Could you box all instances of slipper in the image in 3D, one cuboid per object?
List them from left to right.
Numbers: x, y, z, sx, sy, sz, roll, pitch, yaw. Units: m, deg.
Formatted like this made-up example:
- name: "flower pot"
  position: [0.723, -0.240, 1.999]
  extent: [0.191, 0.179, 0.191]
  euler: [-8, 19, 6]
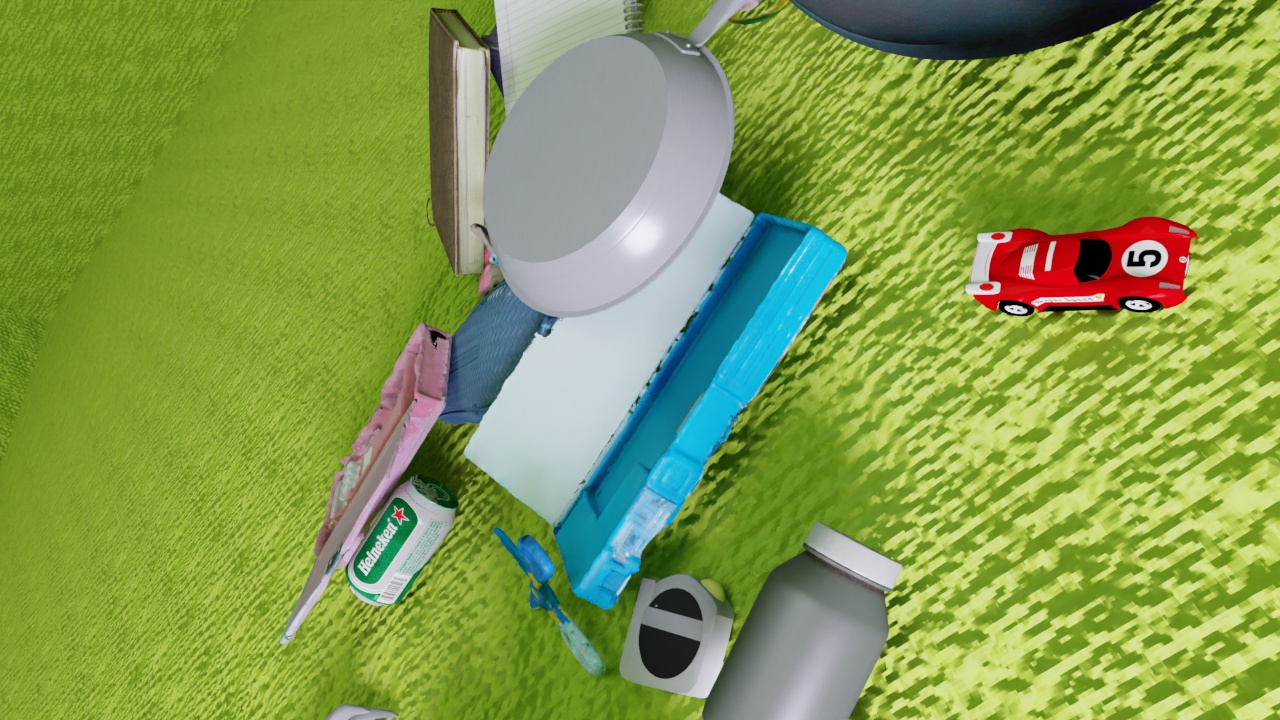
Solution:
- name: "slipper"
  position: [-0.111, 0.005, 0.719]
  extent: [0.214, 0.059, 0.103]
  euler: [-25, 56, 56]

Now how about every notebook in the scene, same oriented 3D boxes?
- name: "notebook"
  position: [-0.176, -0.207, 0.857]
  extent: [0.190, 0.034, 0.216]
  euler: [-125, 35, -52]
- name: "notebook"
  position: [-0.052, -0.184, 0.710]
  extent: [0.178, 0.013, 0.245]
  euler: [2, 99, 50]

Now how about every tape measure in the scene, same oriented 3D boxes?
- name: "tape measure"
  position: [0.020, 0.150, 0.507]
  extent: [0.065, 0.016, 0.064]
  euler: [-2, 66, 49]

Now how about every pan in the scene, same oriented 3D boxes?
- name: "pan"
  position: [0.018, -0.186, 0.577]
  extent: [0.357, 0.050, 0.200]
  euler: [-52, 48, 12]

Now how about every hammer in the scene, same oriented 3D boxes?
- name: "hammer"
  position: [-0.175, 0.355, 0.596]
  extent: [0.125, 0.029, 0.311]
  euler: [-56, 38, 8]

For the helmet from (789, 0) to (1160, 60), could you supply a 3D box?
- name: "helmet"
  position: [0.182, -0.266, 0.403]
  extent: [0.317, 0.248, 0.236]
  euler: [-11, 89, 39]

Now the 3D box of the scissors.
- name: "scissors"
  position: [-0.055, 0.145, 0.561]
  extent: [0.127, 0.015, 0.126]
  euler: [58, 159, 12]

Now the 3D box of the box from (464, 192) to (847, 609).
- name: "box"
  position: [0.008, 0.009, 0.571]
  extent: [0.170, 0.071, 0.243]
  euler: [38, 97, 43]

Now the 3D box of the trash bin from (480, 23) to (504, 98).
- name: "trash bin"
  position: [-0.076, -0.310, 0.828]
  extent: [0.092, 0.094, 0.160]
  euler: [16, 73, 16]

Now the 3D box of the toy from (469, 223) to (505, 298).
- name: "toy"
  position: [-0.110, -0.067, 0.762]
  extent: [0.102, 0.050, 0.065]
  euler: [97, 162, -67]

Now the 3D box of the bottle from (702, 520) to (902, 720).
- name: "bottle"
  position: [0.075, 0.131, 0.418]
  extent: [0.060, 0.060, 0.108]
  euler: [24, 87, 53]

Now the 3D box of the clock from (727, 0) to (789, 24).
- name: "clock"
  position: [0.102, -0.315, 0.664]
  extent: [0.117, 0.058, 0.157]
  euler: [6, 73, 46]

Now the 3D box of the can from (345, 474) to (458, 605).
- name: "can"
  position: [-0.188, 0.143, 0.723]
  extent: [0.101, 0.053, 0.053]
  euler: [-55, 38, 9]

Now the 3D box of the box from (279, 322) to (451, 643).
- name: "box"
  position: [-0.218, 0.103, 0.739]
  extent: [0.233, 0.039, 0.178]
  euler: [-51, 25, 34]

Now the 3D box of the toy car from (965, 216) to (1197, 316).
- name: "toy car"
  position: [0.197, -0.043, 0.415]
  extent: [0.090, 0.025, 0.038]
  euler: [1, 68, 49]
